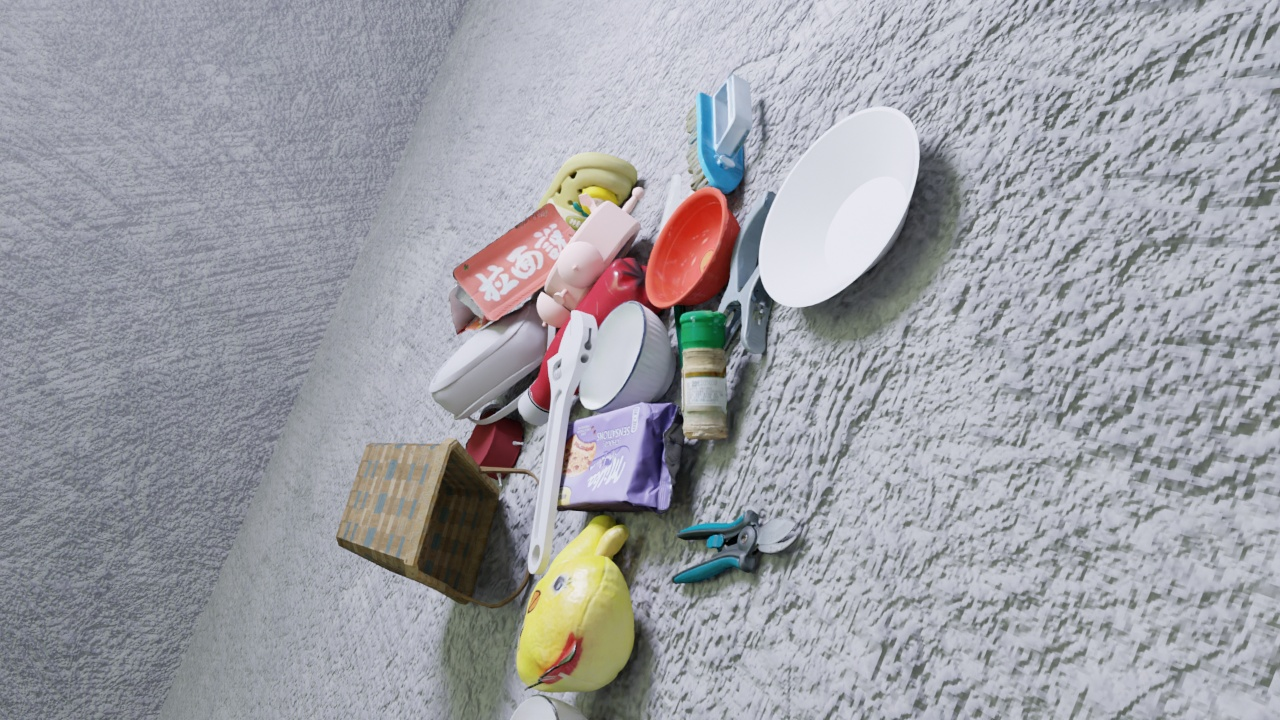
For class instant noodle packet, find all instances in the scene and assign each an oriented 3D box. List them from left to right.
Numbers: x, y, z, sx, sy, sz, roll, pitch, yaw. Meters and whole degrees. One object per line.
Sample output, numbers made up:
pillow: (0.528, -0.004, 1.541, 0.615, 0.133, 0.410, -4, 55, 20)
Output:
instant noodle packet: (-0.173, -0.100, 1.233, 0.164, 0.084, 0.221, -40, 0, -19)

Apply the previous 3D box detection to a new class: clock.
clock: (-0.195, 0.107, 1.207, 0.087, 0.044, 0.124, -62, 27, 7)
clock: (-0.065, -0.124, 1.071, 0.131, 0.086, 0.160, -54, 7, 51)

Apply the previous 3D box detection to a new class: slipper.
slipper: (-0.079, -0.201, 1.202, 0.191, 0.091, 0.081, -31, 45, 54)

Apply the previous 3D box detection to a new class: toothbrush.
toothbrush: (0.047, 0.002, 0.888, 0.189, 0.017, 0.016, -94, 21, -46)

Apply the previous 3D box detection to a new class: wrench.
wrench: (-0.081, 0.077, 0.926, 0.087, 0.018, 0.272, -32, 47, 55)

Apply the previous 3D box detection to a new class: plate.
plate: (0.168, -0.116, 0.741, 0.174, 0.036, 0.173, -42, 36, 39)

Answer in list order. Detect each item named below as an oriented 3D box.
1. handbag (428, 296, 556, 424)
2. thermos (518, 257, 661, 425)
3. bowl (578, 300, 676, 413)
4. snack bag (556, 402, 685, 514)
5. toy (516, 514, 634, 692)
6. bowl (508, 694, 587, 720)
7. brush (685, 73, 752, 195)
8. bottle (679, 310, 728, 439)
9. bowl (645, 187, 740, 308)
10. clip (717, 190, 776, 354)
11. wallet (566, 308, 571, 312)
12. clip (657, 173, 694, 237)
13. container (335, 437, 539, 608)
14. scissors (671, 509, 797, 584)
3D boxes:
handbag: (-0.176, -0.019, 1.232, 0.216, 0.095, 0.222, -35, 17, 13)
thermos: (-0.064, -0.011, 1.035, 0.241, 0.073, 0.073, -49, 32, 31)
bowl: (-0.006, 0.005, 0.927, 0.118, 0.062, 0.117, -42, 35, 39)
snack bag: (-0.022, 0.100, 0.883, 0.206, 0.058, 0.096, -16, 57, 58)
toy: (-0.054, 0.218, 0.825, 0.134, 0.092, 0.207, -51, 20, 24)
bowl: (-0.072, 0.346, 0.773, 0.114, 0.063, 0.113, -42, 35, 39)
brush: (0.086, -0.228, 0.958, 0.076, 0.055, 0.135, -44, 34, 45)
bottle: (0.056, 0.013, 0.801, 0.043, 0.043, 0.111, -11, 78, 58)
bowl: (0.060, -0.105, 0.916, 0.131, 0.045, 0.130, -42, 36, 39)
clip: (0.099, -0.080, 0.849, 0.106, 0.027, 0.163, -7, 62, 61)
wallet: (-0.081, -0.027, 1.143, 0.088, 0.013, 0.120, -32, 41, 47)
clip: (0.050, -0.155, 1.002, 0.057, 0.054, 0.102, 86, -163, -70)
container: (-0.205, 0.188, 1.039, 0.250, 0.186, 0.157, 81, -159, -68)
scissors: (0.069, 0.145, 0.730, 0.131, 0.019, 0.149, -60, 27, 14)
